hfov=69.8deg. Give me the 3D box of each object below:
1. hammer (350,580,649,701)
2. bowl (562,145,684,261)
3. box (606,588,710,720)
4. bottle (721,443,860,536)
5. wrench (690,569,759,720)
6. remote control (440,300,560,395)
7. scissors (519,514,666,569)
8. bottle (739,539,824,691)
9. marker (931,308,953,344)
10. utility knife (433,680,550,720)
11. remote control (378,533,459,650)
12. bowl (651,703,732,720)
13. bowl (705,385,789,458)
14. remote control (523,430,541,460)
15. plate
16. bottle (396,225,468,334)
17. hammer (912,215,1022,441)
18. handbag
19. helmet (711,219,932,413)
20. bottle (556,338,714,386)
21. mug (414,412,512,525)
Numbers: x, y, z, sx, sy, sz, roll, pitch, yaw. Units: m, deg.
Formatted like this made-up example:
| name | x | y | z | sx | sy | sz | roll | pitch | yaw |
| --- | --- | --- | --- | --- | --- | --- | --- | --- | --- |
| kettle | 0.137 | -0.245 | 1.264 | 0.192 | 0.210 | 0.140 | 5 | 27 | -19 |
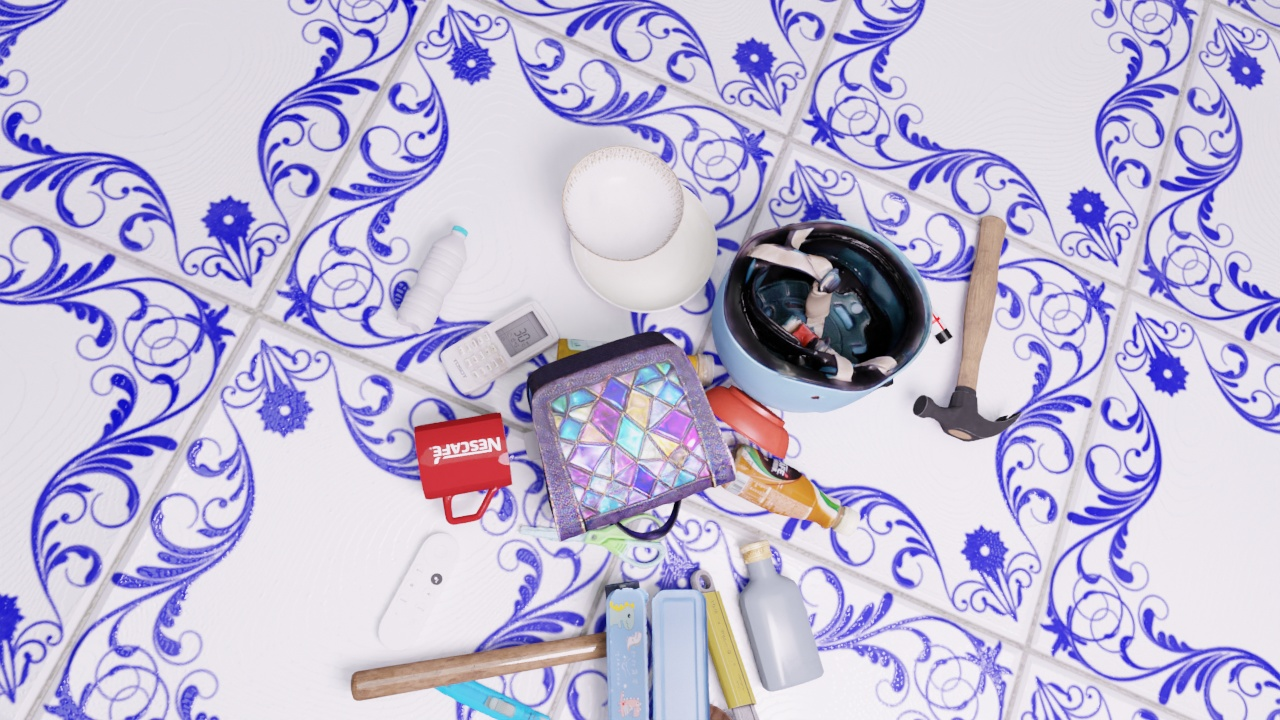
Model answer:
| name | x | y | z | sx | sy | sz | roll | pitch | yaw |
| --- | --- | --- | --- | --- | --- | --- | --- | --- | --- |
| hammer | -0.148 | 0.329 | 0.997 | 0.321 | 0.040 | 0.129 | -6 | 79 | -12 |
| bowl | -0.023 | -0.177 | 1.093 | 0.145 | 0.063 | 0.145 | 2 | 76 | -6 |
| box | 0.016 | 0.352 | 0.989 | 0.126 | 0.039 | 0.209 | 5 | 75 | -23 |
| bottle | 0.177 | 0.157 | 1.078 | 0.167 | 0.059 | 0.059 | 26 | 74 | -1 |
| wrench | 0.110 | 0.365 | 1.020 | 0.083 | 0.018 | 0.273 | 0 | 63 | -39 |
| remote control | -0.166 | -0.015 | 1.092 | 0.138 | 0.025 | 0.060 | -31 | 82 | -13 |
| scissors | -0.055 | 0.204 | 1.063 | 0.174 | 0.033 | 0.065 | 6 | 80 | -9 |
| bottle | 0.153 | 0.288 | 1.051 | 0.072 | 0.046 | 0.161 | -13 | 79 | -11 |
| marker | 0.352 | -0.085 | 1.181 | 0.019 | 0.019 | 0.145 | -32 | 82 | -14 |
| utility knife | -0.145 | 0.382 | 1.006 | 0.198 | 0.015 | 0.031 | 25 | 78 | -2 |
| remote control | -0.246 | 0.257 | 1.023 | 0.043 | 0.013 | 0.136 | 27 | 75 | -1 |
| bowl | 0.054 | 0.435 | 1.009 | 0.119 | 0.032 | 0.119 | 2 | 76 | -7 |
| bowl | 0.126 | 0.064 | 1.060 | 0.122 | 0.122 | 0.035 | 35 | 96 | 2 |
| remote control | -0.072 | 0.089 | 1.086 | 0.131 | 0.012 | 0.033 | -12 | 81 | -10 |
| plate | 0.003 | -0.142 | 1.140 | 0.182 | 0.034 | 0.182 | 2 | 76 | -7 |
| bottle | -0.243 | -0.099 | 1.092 | 0.044 | 0.044 | 0.136 | 24 | 75 | -1 |
| hammer | 0.432 | -0.046 | 1.165 | 0.132 | 0.040 | 0.304 | 23 | 69 | -15 |
| handbag | -0.016 | 0.096 | 1.017 | 0.204 | 0.125 | 0.222 | -18 | 102 | -6 |
| helmet | 0.201 | -0.047 | 1.074 | 0.265 | 0.167 | 0.225 | -19 | 73 | -21 |
| bottle | -0.006 | 0.006 | 1.094 | 0.186 | 0.053 | 0.053 | 4 | 76 | -7 |
| mug | -0.195 | 0.122 | 1.029 | 0.096 | 0.080 | 0.116 | -9 | 84 | -10 |
